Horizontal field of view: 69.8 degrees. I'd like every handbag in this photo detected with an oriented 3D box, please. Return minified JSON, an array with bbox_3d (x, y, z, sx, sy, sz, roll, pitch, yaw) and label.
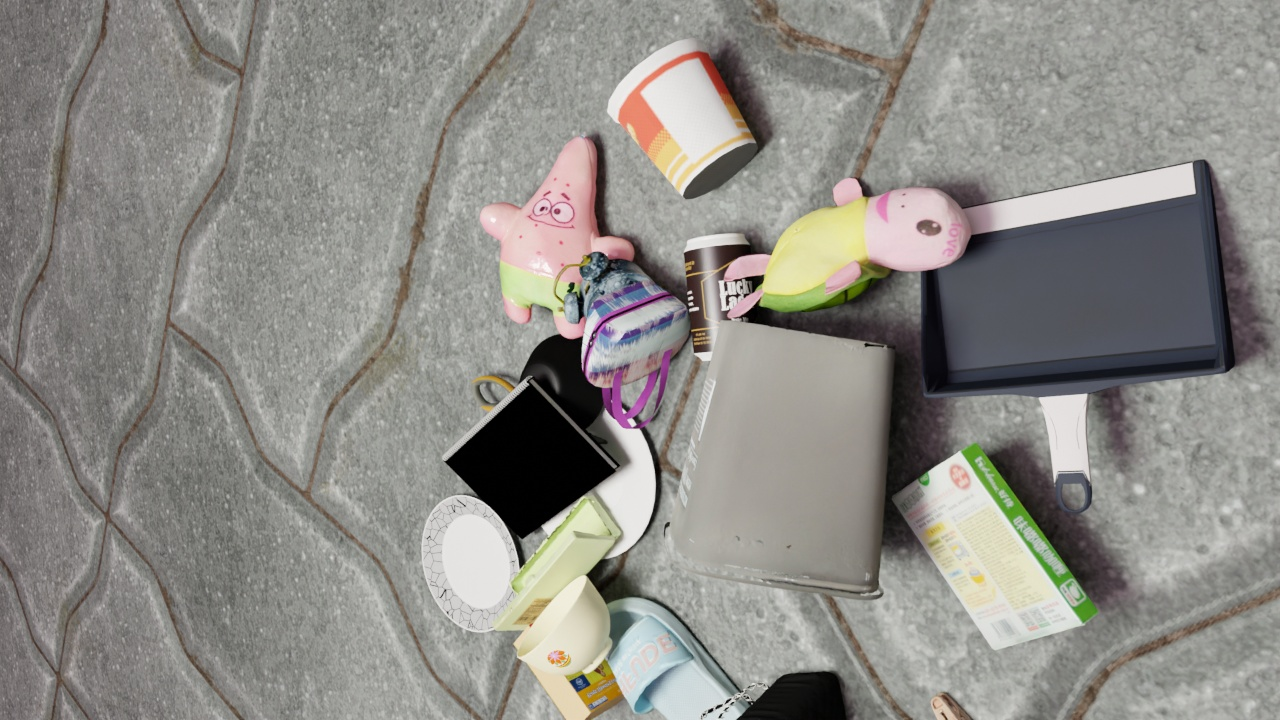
[{"bbox_3d":[-0.006,0.006,1.020,0.068,0.144,0.170,42,143,38],"label":"handbag"},{"bbox_3d":[0.140,0.401,0.931,0.115,0.153,0.125,-18,88,32],"label":"handbag"}]

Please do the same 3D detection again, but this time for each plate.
[{"bbox_3d":[-0.232,0.279,1.266,0.189,0.016,0.188,4,96,35],"label":"plate"},{"bbox_3d":[-0.064,0.141,1.135,0.209,0.015,0.208,4,96,35],"label":"plate"}]

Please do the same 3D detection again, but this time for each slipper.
[{"bbox_3d":[0.033,0.370,1.051,0.245,0.074,0.104,39,114,25],"label":"slipper"}]

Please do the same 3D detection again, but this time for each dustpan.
[{"bbox_3d":[0.359,-0.013,0.779,0.237,0.080,0.273,-7,90,36],"label":"dustpan"}]

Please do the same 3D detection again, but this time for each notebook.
[{"bbox_3d":[-0.139,0.123,1.117,0.149,0.016,0.207,46,128,-5],"label":"notebook"}]

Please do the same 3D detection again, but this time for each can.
[{"bbox_3d":[0.086,-0.066,0.974,0.072,0.071,0.128,-5,91,36],"label":"can"}]

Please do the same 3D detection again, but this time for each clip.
[{"bbox_3d":[0.308,0.351,0.887,0.024,0.045,0.062,-44,51,29],"label":"clip"}]

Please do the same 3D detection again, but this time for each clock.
[{"bbox_3d":[-0.037,-0.073,1.033,0.090,0.129,0.052,-61,32,22],"label":"clock"}]

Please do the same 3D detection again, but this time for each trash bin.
[{"bbox_3d":[0.136,0.081,0.866,0.197,0.197,0.220,9,93,-1],"label":"trash bin"}]

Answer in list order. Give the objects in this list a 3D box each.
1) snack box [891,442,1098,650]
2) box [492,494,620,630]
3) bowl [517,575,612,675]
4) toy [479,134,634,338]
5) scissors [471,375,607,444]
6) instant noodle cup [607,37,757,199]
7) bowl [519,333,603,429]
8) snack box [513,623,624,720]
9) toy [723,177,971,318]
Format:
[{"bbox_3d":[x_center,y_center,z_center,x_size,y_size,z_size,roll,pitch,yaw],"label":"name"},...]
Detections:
[{"bbox_3d":[0.310,0.170,0.824,0.168,0.027,0.132,58,156,16],"label":"snack box"},{"bbox_3d":[-0.108,0.247,1.130,0.188,0.091,0.083,-50,43,24],"label":"box"},{"bbox_3d":[-0.075,0.317,1.055,0.074,0.117,0.118,43,120,-5],"label":"bowl"},{"bbox_3d":[-0.095,-0.150,1.086,0.192,0.096,0.237,15,95,10],"label":"toy"},{"bbox_3d":[-0.137,0.097,1.162,0.225,0.016,0.225,17,102,31],"label":"scissors"},{"bbox_3d":[0.050,-0.246,0.962,0.124,0.123,0.121,-38,80,32],"label":"instant noodle cup"},{"bbox_3d":[-0.107,0.030,1.099,0.124,0.052,0.124,1,92,31],"label":"bowl"},{"bbox_3d":[-0.081,0.372,1.123,0.126,0.088,0.040,48,119,22],"label":"snack box"},{"bbox_3d":[0.186,-0.101,0.868,0.239,0.189,0.088,-20,119,26],"label":"toy"}]
